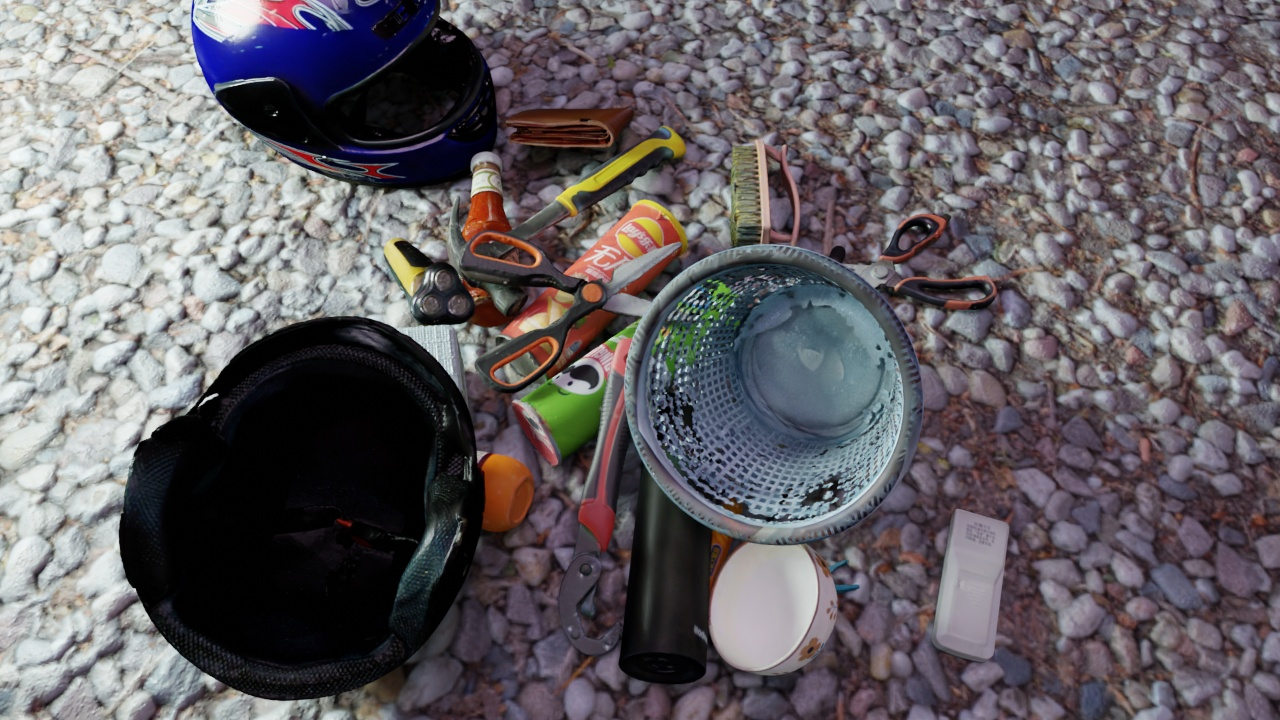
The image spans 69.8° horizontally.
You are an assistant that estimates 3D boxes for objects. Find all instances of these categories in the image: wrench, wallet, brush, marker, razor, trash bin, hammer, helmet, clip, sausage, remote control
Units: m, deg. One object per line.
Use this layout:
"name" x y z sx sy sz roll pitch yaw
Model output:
"wrench" -0.028 0.111 0.789 0.056 0.016 0.273 8 77 0
"wallet" -0.077 -0.263 1.020 0.124 0.032 0.101 3 26 10
"brush" 0.132 -0.178 0.981 0.073 0.063 0.145 0 57 4
"marker" 0.187 -0.074 0.946 0.018 0.015 0.123 22 59 11
"razor" -0.216 -0.084 0.904 0.062 0.068 0.167 -4 28 -31
"trash bin" 0.127 0.017 0.764 0.227 0.194 0.226 3 99 22
"hammer" -0.068 -0.170 0.954 0.126 0.032 0.322 44 55 9
"helmet" -0.239 0.112 0.697 0.233 0.231 0.274 15 72 -8
"clip" 0.158 0.191 0.787 0.055 0.013 0.038 -15 60 -8
"sausage" 0.056 0.185 0.786 0.021 0.021 0.164 19 60 11
"helmet" -0.315 -0.336 0.976 0.315 0.241 0.246 17 62 9
"remote control" 0.282 0.190 0.781 0.049 0.024 0.124 15 60 9

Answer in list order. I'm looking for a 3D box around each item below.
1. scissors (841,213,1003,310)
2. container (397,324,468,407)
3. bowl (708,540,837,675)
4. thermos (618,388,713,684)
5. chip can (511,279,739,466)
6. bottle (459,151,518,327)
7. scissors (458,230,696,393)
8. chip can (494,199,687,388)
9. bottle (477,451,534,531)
"scissors" 0.266 -0.093 0.948 0.189 0.015 0.225 36 62 17
"container" -0.219 0.024 0.846 0.111 0.090 0.089 -7 60 -8
"bowl" 0.116 0.200 0.741 0.062 0.114 0.113 29 52 -33
"thermos" 0.020 0.135 0.766 0.069 0.090 0.241 -17 47 26
"chip can" -0.005 0.005 0.866 0.235 0.072 0.072 -34 65 -19
"bottle" -0.158 -0.132 0.955 0.060 0.060 0.205 -5 59 -3
"scissors" -0.066 -0.052 0.839 0.221 0.022 0.228 30 71 4
"chip can" -0.047 -0.069 0.909 0.073 0.073 0.216 36 66 20
"bottle" -0.171 0.103 0.817 0.149 0.067 0.066 15 60 17
